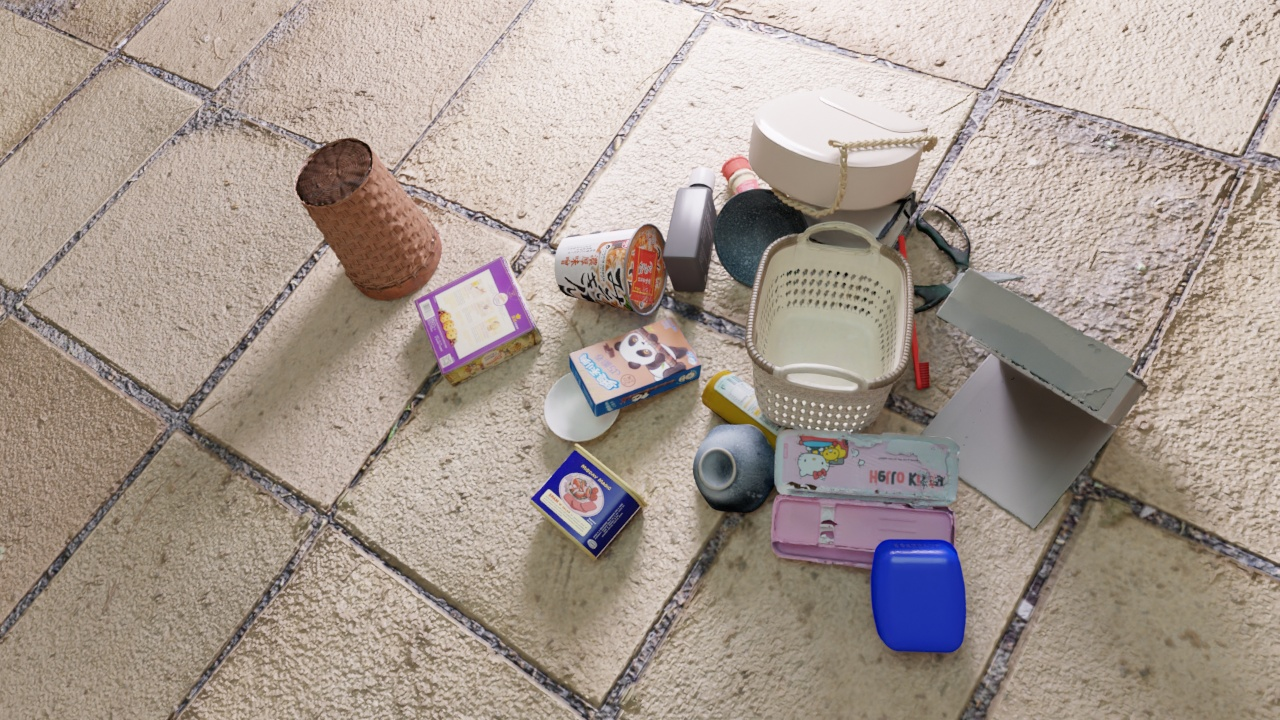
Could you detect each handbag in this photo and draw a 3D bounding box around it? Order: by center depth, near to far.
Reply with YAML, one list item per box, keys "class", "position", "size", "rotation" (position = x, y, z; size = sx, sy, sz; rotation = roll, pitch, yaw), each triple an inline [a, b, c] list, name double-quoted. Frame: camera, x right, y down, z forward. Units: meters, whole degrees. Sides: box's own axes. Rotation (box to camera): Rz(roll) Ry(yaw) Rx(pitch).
- class: "handbag"
  position: [0.251, -0.279, 1.176]
  size: [0.208, 0.103, 0.211]
  rotation: [-30, 51, -34]
- class: "handbag"
  position: [0.299, -0.233, 1.238]
  size: [0.151, 0.074, 0.175]
  rotation: [28, 68, 27]

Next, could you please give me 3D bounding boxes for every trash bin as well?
- class: "trash bin"
  position: [-0.398, -0.204, 1.327]
  size: [0.151, 0.210, 0.151]
  rotation: [-7, 60, 12]

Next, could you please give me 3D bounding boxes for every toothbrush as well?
- class: "toothbrush"
  position: [0.345, -0.064, 1.154]
  size: [0.018, 0.012, 0.212]
  rotation: [-6, 68, 13]

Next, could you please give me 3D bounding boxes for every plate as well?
- class: "plate"
  position: [-0.073, 0.062, 1.202]
  size: [0.104, 0.026, 0.104]
  rotation: [-7, 60, 12]

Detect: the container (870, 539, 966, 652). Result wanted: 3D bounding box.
- class: "container"
  position: [0.292, 0.248, 0.962]
  size: [0.096, 0.058, 0.114]
  rotation: [-2, 85, 12]

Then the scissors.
- class: "scissors"
  position: [0.388, -0.128, 1.191]
  size: [0.202, 0.015, 0.202]
  rotation: [-4, 60, 14]

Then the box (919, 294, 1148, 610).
- class: "box"
  position: [0.420, 0.122, 1.088]
  size: [0.167, 0.423, 0.173]
  rotation: [38, 40, 29]

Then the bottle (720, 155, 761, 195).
- class: "bottle"
  position: [0.151, -0.240, 1.297]
  size: [0.044, 0.044, 0.109]
  rotation: [-23, 59, 2]

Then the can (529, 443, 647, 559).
- class: "can"
  position: [-0.066, 0.174, 1.123]
  size: [0.116, 0.056, 0.092]
  rotation: [36, 77, 28]

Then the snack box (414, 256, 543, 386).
- class: "snack box"
  position: [-0.230, -0.057, 1.301]
  size: [0.148, 0.040, 0.143]
  rotation: [-27, 59, -1]

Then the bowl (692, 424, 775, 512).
- class: "bowl"
  position: [0.103, 0.127, 1.083]
  size: [0.111, 0.055, 0.110]
  rotation: [-4, 83, 31]

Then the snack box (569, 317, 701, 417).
- class: "snack box"
  position: [-0.007, 0.007, 1.189]
  size: [0.151, 0.034, 0.087]
  rotation: [-20, 57, -15]

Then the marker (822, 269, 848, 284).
- class: "marker"
  position: [0.236, -0.143, 1.240]
  size: [0.022, 0.016, 0.138]
  rotation: [-21, 52, -34]

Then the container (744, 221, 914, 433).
- class: "container"
  position: [0.219, -0.032, 1.079]
  size: [0.185, 0.143, 0.245]
  rotation: [9, 49, 11]

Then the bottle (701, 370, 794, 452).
- class: "bottle"
  position: [0.159, 0.082, 1.114]
  size: [0.186, 0.053, 0.053]
  rotation: [37, 76, 28]

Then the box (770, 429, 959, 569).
- class: "box"
  position: [0.250, 0.156, 1.031]
  size: [0.201, 0.038, 0.152]
  rotation: [3, 85, 16]

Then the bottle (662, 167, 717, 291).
- class: "bottle"
  position: [0.074, -0.189, 1.267]
  size: [0.046, 0.084, 0.173]
  rotation: [3, 62, 16]

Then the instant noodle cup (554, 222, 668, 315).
- class: "instant noodle cup"
  position: [-0.044, -0.127, 1.252]
  size: [0.122, 0.123, 0.123]
  rotation: [6, 64, 28]

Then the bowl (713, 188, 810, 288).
- class: "bowl"
  position: [0.171, -0.168, 1.233]
  size: [0.137, 0.137, 0.057]
  rotation: [18, 28, 23]
